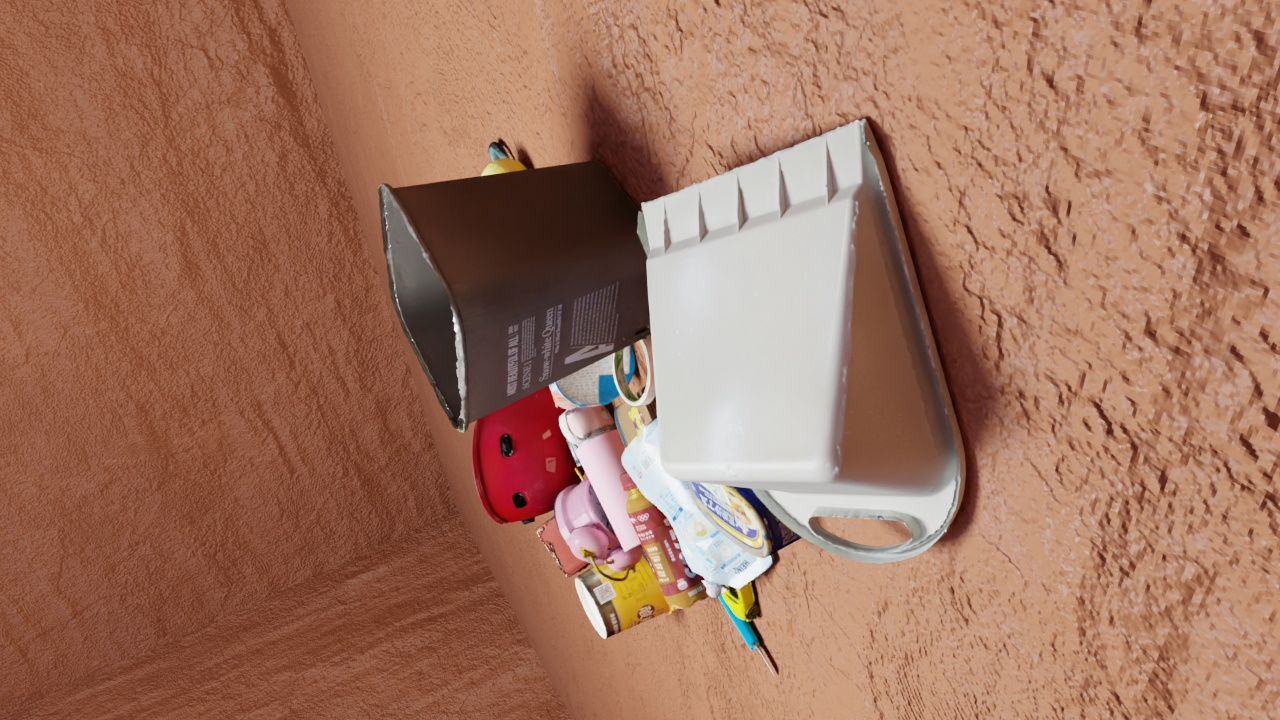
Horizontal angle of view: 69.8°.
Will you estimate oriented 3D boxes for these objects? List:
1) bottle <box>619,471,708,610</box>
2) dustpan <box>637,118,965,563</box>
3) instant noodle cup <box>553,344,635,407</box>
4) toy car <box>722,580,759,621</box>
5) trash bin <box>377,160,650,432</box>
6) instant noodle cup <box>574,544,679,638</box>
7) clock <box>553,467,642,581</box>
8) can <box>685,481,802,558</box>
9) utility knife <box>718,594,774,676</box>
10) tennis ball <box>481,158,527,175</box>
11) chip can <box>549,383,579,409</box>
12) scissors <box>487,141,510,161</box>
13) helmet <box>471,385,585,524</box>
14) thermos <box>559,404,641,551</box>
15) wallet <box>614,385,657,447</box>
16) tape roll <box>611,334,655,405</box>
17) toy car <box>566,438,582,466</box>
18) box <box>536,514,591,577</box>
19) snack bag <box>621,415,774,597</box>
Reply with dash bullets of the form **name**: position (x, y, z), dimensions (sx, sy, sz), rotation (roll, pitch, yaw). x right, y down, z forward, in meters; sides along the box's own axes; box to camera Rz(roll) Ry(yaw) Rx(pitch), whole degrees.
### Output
- **bottle**: position (0.027, 0.212, 1.114), dimensions (0.175, 0.057, 0.058), rotation (66, 161, 3)
- **dustpan**: position (0.114, 0.008, 0.628), dimensions (0.223, 0.142, 0.257), rotation (-9, 76, 53)
- **instant noodle cup**: position (-0.070, -0.010, 1.074), dimensions (0.110, 0.099, 0.099), rotation (-135, 28, -62)
- **toy car**: position (0.099, 0.241, 0.993), dimensions (0.048, 0.032, 0.105), rotation (36, 146, 55)
- **trash bin**: position (-0.114, -0.076, 0.891), dimensions (0.198, 0.219, 0.199), rotation (56, 153, 30)
- **instant noodle cup**: position (-0.020, 0.318, 1.277), dimensions (0.118, 0.114, 0.119), rotation (52, 156, 35)
- **clock**: position (-0.051, 0.224, 1.222), dimensions (0.117, 0.060, 0.158), rotation (29, -145, -36)
- **can**: position (0.095, 0.126, 0.843), dimensions (0.148, 0.049, 0.075), rotation (29, 139, 61)
- **utility knife**: position (0.104, 0.279, 1.046), dimensions (0.178, 0.018, 0.034), rotation (59, 174, 19)
- **tennis ball**: position (-0.164, -0.214, 1.121), dimensions (0.065, 0.065, 0.066), rotation (53, 157, 34)
- **chip can**: position (-0.108, -0.048, 1.155), dimensions (0.071, 0.071, 0.215), rotation (24, 135, 64)
- **scissors**: position (-0.170, -0.210, 1.216), dimensions (0.170, 0.019, 0.179), rotation (32, 140, 62)
- **helmet**: position (-0.150, 0.126, 1.313), dimensions (0.239, 0.144, 0.207), rotation (-83, -18, -78)
- **thermos**: position (-0.040, 0.145, 1.180), dimensions (0.067, 0.087, 0.198), rotation (-32, 79, 28)
- **wallet**: position (0.009, 0.081, 1.054), dimensions (0.090, 0.033, 0.115), rotation (65, 158, 7)
- **tape roll**: position (-0.006, 0.006, 0.991), dimensions (0.086, 0.013, 0.086), rotation (19, 112, 59)
- **toy car**: position (-0.072, 0.118, 1.269), dimensions (0.043, 0.034, 0.090), rotation (64, -164, 6)
- **box**: position (-0.091, 0.253, 1.328), dimensions (0.091, 0.077, 0.168), rotation (55, -171, 9)
- **snack bag**: position (0.056, 0.152, 0.953), dimensions (0.111, 0.038, 0.191), rotation (-48, 69, 32)
